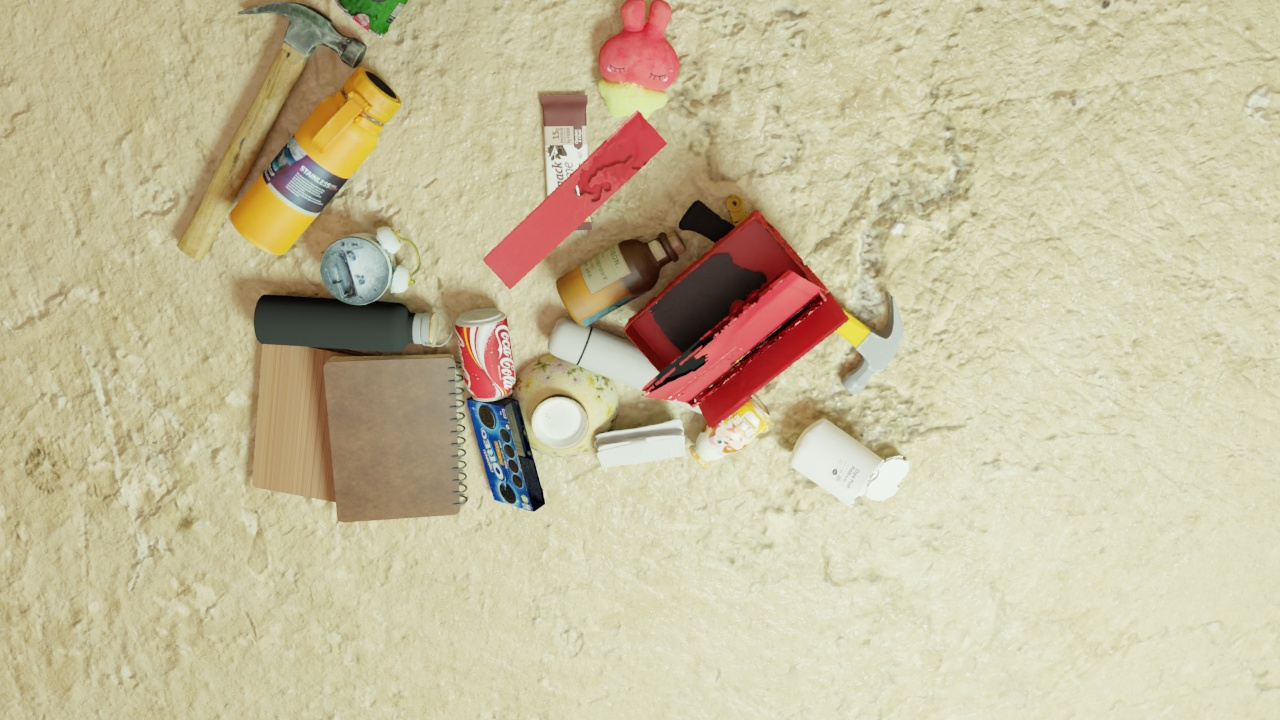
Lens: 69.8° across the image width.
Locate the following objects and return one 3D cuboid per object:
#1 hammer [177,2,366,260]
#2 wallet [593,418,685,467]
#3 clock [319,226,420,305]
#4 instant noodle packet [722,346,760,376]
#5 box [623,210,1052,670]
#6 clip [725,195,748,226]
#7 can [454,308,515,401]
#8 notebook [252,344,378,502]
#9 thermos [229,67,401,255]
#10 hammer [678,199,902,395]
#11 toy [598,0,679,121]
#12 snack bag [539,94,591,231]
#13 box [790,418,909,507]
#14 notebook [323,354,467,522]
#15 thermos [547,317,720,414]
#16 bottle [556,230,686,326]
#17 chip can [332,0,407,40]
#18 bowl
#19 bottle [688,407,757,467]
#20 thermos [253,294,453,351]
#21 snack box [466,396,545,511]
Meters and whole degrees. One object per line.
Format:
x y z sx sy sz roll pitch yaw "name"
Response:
-0.454 -0.260 1.064 0.132 0.033 0.331 32 107 -12 "hammer"
0.002 0.113 1.177 0.116 0.032 0.086 -12 152 4 "wallet"
-0.323 -0.115 1.101 0.117 0.057 0.083 -10 108 3 "clock"
0.102 -0.044 1.138 0.135 0.039 0.098 39 98 -12 "instant noodle packet"
0.198 0.086 1.015 0.216 0.141 0.510 -39 79 16 "box"
0.117 -0.173 1.098 0.054 0.044 0.050 -19 133 8 "clip"
-0.191 -0.007 1.135 0.064 0.064 0.105 -5 109 1 "can"
-0.409 0.083 1.189 0.169 0.022 0.211 11 109 -4 "notebook"
-0.367 -0.223 1.045 0.233 0.091 0.076 -44 132 13 "thermos"
0.186 -0.089 1.113 0.323 0.029 0.127 34 109 -15 "hammer"
-0.001 -0.337 1.030 0.091 0.045 0.135 12 115 -7 "toy"
-0.088 -0.232 1.084 0.057 0.013 0.158 0 109 1 "snack bag"
0.275 0.134 1.190 0.137 0.143 0.083 36 104 19 "box"
-0.309 0.100 1.174 0.167 0.024 0.226 -2 112 -11 "notebook"
-0.007 0.007 1.147 0.224 0.052 0.052 21 108 -8 "thermos"
-0.019 -0.106 1.100 0.157 0.067 0.068 -29 107 9 "bottle"
-0.240 -0.455 0.973 0.075 0.075 0.223 38 105 -12 "chip can"
-0.099 0.068 1.163 0.145 0.063 0.145 0 110 -1 "bowl"
0.112 0.089 1.171 0.063 0.063 0.109 43 105 -14 "bottle"
-0.346 -0.044 1.123 0.231 0.061 0.061 3 109 -1 "thermos"
-0.173 0.117 1.175 0.082 0.027 0.150 5 114 42 "snack box"
